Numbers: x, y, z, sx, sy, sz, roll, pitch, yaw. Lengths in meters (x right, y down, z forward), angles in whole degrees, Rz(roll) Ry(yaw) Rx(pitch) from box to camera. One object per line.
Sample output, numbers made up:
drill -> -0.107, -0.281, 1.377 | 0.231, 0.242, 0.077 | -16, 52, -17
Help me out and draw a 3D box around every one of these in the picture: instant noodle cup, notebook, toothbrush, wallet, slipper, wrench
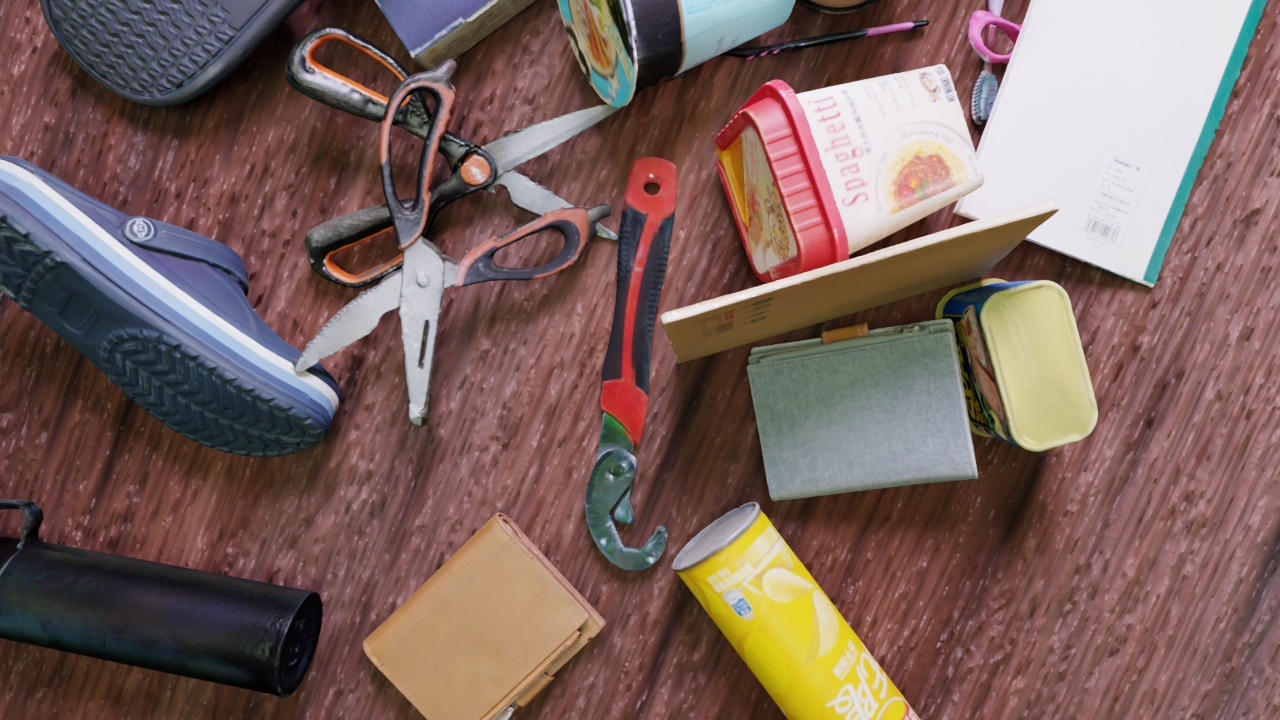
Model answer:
instant noodle cup -> 0.023, -0.222, 0.544 | 0.120, 0.111, 0.111 | -23, 93, -15
notebook -> 0.117, -0.039, 0.534 | 0.208, 0.148, 0.008 | -17, 81, 3
toothbrush -> 0.228, -0.244, 0.579 | 0.016, 0.017, 0.187 | 7, 95, 3
wallet -> 0.140, 0.030, 0.587 | 0.130, 0.037, 0.106 | -10, 92, 18
toothbrush -> 0.092, -0.200, 0.591 | 0.189, 0.014, 0.018 | -8, 103, 2
slipper -> -0.250, -0.250, 0.566 | 0.269, 0.083, 0.111 | -23, 113, 24
slipper -> -0.301, -0.035, 0.581 | 0.253, 0.095, 0.105 | 39, 137, -17
instant noodle cup -> 0.124, -0.114, 0.552 | 0.124, 0.117, 0.116 | -20, 93, -9
notebook -> 0.296, -0.167, 0.569 | 0.150, 0.012, 0.209 | 18, 95, -13
wrench -> -0.004, 0.004, 0.606 | 0.056, 0.016, 0.273 | 3, 94, 0
wallet -> -0.105, 0.184, 0.615 | 0.132, 0.031, 0.108 | -44, 88, 5

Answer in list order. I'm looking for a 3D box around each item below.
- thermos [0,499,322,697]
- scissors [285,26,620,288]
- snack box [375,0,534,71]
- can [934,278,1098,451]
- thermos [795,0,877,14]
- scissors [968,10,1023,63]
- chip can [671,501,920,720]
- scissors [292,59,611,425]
thermos -> -0.338, 0.153, 0.602 | 0.242, 0.068, 0.090 | 11, 99, 1
scissors -> -0.127, -0.124, 0.581 | 0.221, 0.021, 0.232 | -39, 109, 13
snack box -> -0.116, -0.310, 0.575 | 0.178, 0.045, 0.182 | -35, 92, 5
can -> 0.229, 0.001, 0.563 | 0.057, 0.083, 0.102 | -16, 93, 3
thermos -> 0.127, -0.252, 0.527 | 0.093, 0.143, 0.093 | 0, 106, -1
scissors -> 0.268, -0.203, 0.574 | 0.133, 0.017, 0.134 | 17, 89, -12
chip can -> 0.111, 0.194, 0.587 | 0.072, 0.072, 0.213 | -36, 91, 4
scissors -> -0.127, -0.069, 0.566 | 0.223, 0.015, 0.189 | -31, 108, -8
